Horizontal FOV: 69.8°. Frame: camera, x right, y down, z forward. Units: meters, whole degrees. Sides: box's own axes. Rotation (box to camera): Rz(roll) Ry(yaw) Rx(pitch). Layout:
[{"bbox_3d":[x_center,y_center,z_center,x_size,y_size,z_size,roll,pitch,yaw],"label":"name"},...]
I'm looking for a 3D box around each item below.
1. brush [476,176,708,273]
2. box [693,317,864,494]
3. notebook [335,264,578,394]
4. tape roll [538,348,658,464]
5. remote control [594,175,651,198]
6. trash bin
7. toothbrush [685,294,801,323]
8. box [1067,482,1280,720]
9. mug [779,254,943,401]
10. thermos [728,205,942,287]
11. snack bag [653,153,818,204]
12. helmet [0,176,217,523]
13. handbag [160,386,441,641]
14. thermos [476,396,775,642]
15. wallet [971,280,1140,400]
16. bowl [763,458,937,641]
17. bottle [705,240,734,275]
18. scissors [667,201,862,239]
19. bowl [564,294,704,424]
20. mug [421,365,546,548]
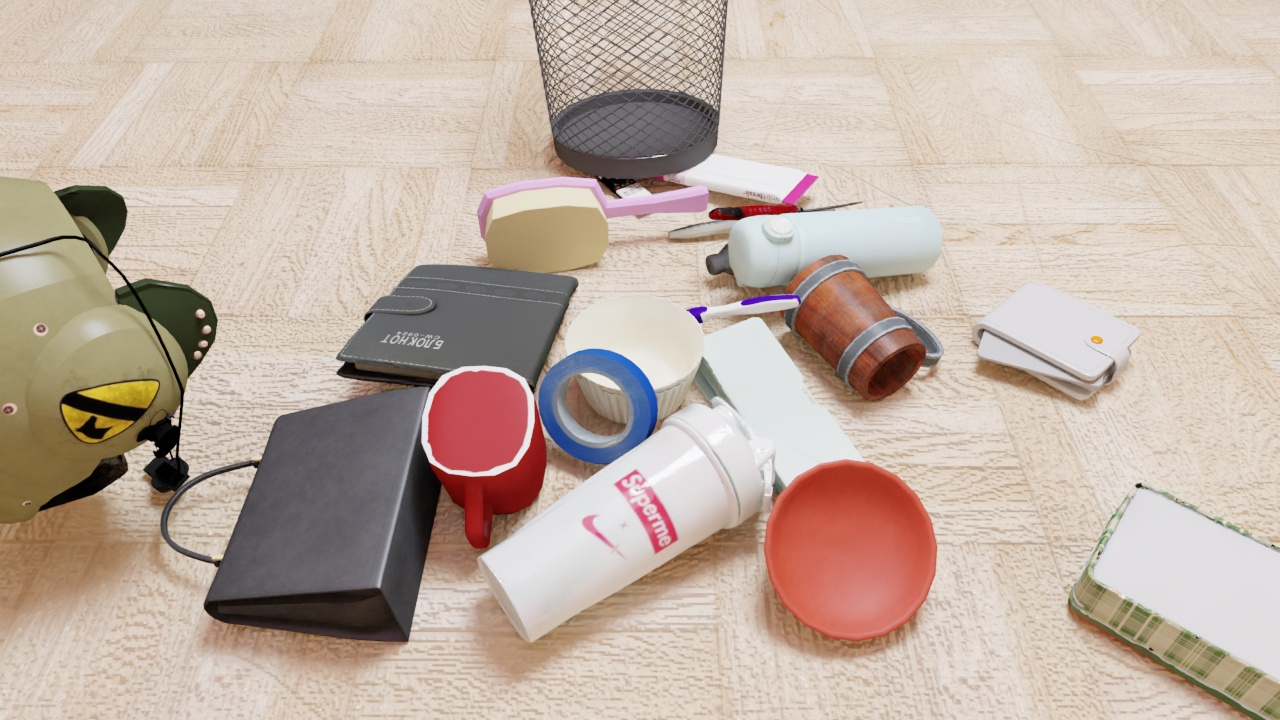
[{"bbox_3d":[-0.042,-0.137,0.897,0.228,0.089,0.043,-8,51,-7],"label":"brush"},{"bbox_3d":[0.111,0.048,0.743,0.083,0.067,0.199,-4,44,-30],"label":"box"},{"bbox_3d":[-0.154,-0.034,0.803,0.169,0.029,0.208,6,26,3],"label":"notebook"},{"bbox_3d":[-0.034,0.036,0.713,0.093,0.091,0.016,41,26,6],"label":"tape roll"},{"bbox_3d":[-0.024,-0.195,1.006,0.028,0.012,0.124,-27,51,-23],"label":"remote control"},{"bbox_3d":[-0.010,-0.341,0.981,0.218,0.228,0.217,-2,38,2],"label":"trash bin"},{"bbox_3d":[0.050,-0.040,0.814,0.187,0.015,0.016,-9,40,19],"label":"toothbrush"},{"bbox_3d":[0.409,0.175,0.615,0.205,0.050,0.117,29,50,25],"label":"box"},{"bbox_3d":[0.199,-0.029,0.804,0.117,0.082,0.111,-8,47,-33],"label":"mug"},{"bbox_3d":[0.179,-0.107,0.852,0.206,0.078,0.065,-7,66,-23],"label":"thermos"},{"bbox_3d":[0.089,-0.202,0.995,0.197,0.016,0.070,17,44,26],"label":"snack bag"},{"bbox_3d":[-0.435,0.000,0.637,0.232,0.256,0.250,-30,51,-30],"label":"helmet"},{"bbox_3d":[-0.259,0.111,0.678,0.196,0.072,0.175,-2,46,4],"label":"handbag"},{"bbox_3d":[-0.003,0.113,0.656,0.220,0.099,0.099,-31,53,-20],"label":"thermos"},{"bbox_3d":[0.359,-0.013,0.807,0.115,0.038,0.118,-33,50,-28],"label":"wallet"},{"bbox_3d":[0.143,0.132,0.643,0.122,0.035,0.122,1,79,-6],"label":"bowl"},{"bbox_3d":[0.117,-0.106,0.893,0.112,0.047,0.047,-17,48,-16],"label":"bottle"},{"bbox_3d":[0.116,-0.143,0.917,0.180,0.015,0.198,-9,1,32],"label":"scissors"},{"bbox_3d":[-0.005,0.005,0.776,0.115,0.063,0.115,-1,46,0],"label":"bowl"},{"bbox_3d":[-0.114,0.076,0.676,0.080,0.097,0.116,2,65,1],"label":"mug"}]
